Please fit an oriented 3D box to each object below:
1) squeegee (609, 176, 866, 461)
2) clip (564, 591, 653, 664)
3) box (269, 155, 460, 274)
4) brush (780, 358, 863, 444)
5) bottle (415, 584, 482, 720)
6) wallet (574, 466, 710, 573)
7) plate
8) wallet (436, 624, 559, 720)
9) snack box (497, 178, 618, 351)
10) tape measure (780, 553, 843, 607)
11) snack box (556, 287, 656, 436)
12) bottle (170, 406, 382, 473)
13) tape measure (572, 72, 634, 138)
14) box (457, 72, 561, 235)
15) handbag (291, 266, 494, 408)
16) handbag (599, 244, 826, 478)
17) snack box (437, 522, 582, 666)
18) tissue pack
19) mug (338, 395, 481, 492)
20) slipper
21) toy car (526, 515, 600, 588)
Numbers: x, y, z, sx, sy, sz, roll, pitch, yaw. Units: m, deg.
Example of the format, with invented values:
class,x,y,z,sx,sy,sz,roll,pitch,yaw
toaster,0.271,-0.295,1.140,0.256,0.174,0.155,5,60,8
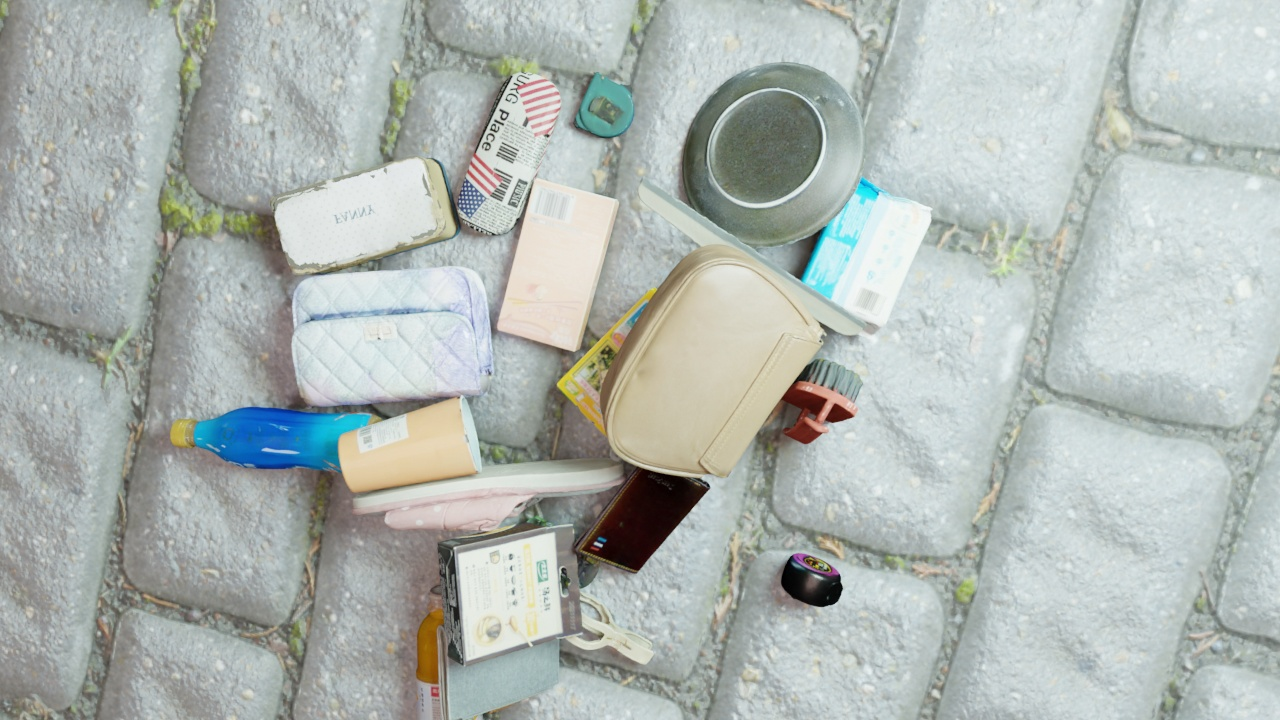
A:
class,x,y,z,sx,sy,sz,roll,pitch,yaw
squeegee,0.041,-0.005,0.877,0.246,0.039,0.247,32,105,-7
clip,-0.038,0.282,0.937,0.103,0.092,0.035,36,99,12
box,-0.268,-0.146,0.917,0.184,0.059,0.090,-12,96,5
brush,0.163,0.042,0.846,0.063,0.146,0.069,26,85,3
bottle,-0.200,0.330,0.959,0.068,0.068,0.189,1,96,6
wallet,0.002,0.154,0.916,0.096,0.020,0.122,31,101,-42
plate,0.118,-0.194,0.855,0.180,0.024,0.179,-3,82,24
wallet,-0.144,0.305,0.936,0.129,0.037,0.106,-5,100,-37
snack box,-0.083,-0.095,0.917,0.084,0.026,0.157,16,98,4
tape measure,0.169,0.220,0.911,0.058,0.057,0.039,19,99,-5
snack box,-0.005,0.005,0.918,0.087,0.033,0.140,45,97,0
bottle,-0.377,0.080,0.950,0.219,0.065,0.065,3,97,6
tape measure,-0.033,-0.246,0.895,0.054,0.025,0.058,26,99,4
box,-0.128,-0.203,0.907,0.071,0.057,0.164,28,98,19
handbag,-0.250,-0.024,0.920,0.194,0.075,0.134,-5,96,7
handbag,0.057,0.004,0.811,0.147,0.099,0.205,30,106,-14
snack box,-0.126,0.222,0.889,0.125,0.053,0.113,-6,93,-37
tissue pack,0.206,-0.099,0.867,0.090,0.063,0.140,22,98,4
mug,-0.222,0.085,0.883,0.122,0.078,0.078,-13,95,-5
slipper,-0.148,0.137,0.912,0.274,0.114,0.054,-7,92,1
toy car,-0.083,0.197,0.946,0.091,0.036,0.043,35,98,5
